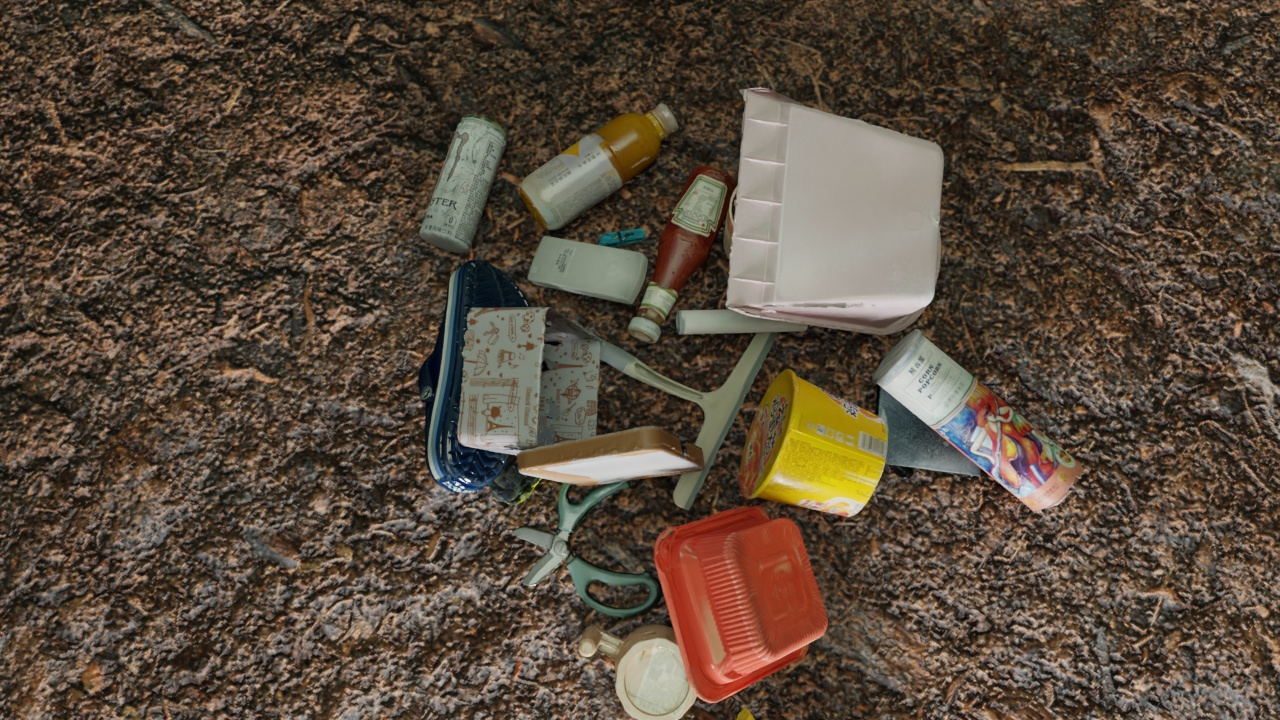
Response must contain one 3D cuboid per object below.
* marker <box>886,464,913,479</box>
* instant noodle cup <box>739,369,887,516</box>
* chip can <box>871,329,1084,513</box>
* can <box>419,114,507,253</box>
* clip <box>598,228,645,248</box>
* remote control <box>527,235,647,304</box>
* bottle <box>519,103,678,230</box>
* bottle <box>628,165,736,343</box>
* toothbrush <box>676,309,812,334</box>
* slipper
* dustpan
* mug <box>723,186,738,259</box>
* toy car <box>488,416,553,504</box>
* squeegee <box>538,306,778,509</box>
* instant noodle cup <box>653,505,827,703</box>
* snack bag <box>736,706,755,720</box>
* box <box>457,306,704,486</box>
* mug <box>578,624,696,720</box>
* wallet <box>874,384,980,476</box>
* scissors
[{"bbox_3d":[0.244,0.083,0.987,0.124,0.015,0.018,42,84,5],"label":"marker"},{"bbox_3d":[0.176,0.090,0.930,0.110,0.138,0.138,19,79,-7],"label":"instant noodle cup"},{"bbox_3d":[0.344,0.063,0.941,0.214,0.071,0.071,40,82,1],"label":"chip can"},{"bbox_3d":[-0.196,-0.195,1.022,0.058,0.058,0.146,16,80,3],"label":"can"},{"bbox_3d":[-0.021,-0.137,1.029,0.056,0.050,0.015,-13,76,-12],"label":"clip"},{"bbox_3d":[-0.058,-0.099,0.996,0.135,0.019,0.056,13,77,28],"label":"remote control"},{"bbox_3d":[-0.043,-0.219,1.020,0.189,0.068,0.068,-35,81,-6],"label":"bottle"},{"bbox_3d":[0.043,-0.114,0.994,0.060,0.060,0.205,24,74,5],"label":"bottle"},{"bbox_3d":[0.149,-0.044,0.990,0.221,0.027,0.026,-2,43,-5],"label":"toothbrush"},{"bbox_3d":[-0.179,0.020,0.967,0.095,0.105,0.252,-18,58,38],"label":"slipper"},{"bbox_3d":[0.206,-0.132,0.949,0.273,0.139,0.222,9,85,-5],"label":"dustpan"},{"bbox_3d":[0.142,-0.131,0.982,0.081,0.106,0.114,-38,81,-7],"label":"mug"},{"bbox_3d":[-0.118,0.105,0.976,0.048,0.032,0.105,36,82,8],"label":"toy car"},{"bbox_3d":[-0.006,0.006,0.992,0.246,0.039,0.245,26,66,8],"label":"squeegee"},{"bbox_3d":[0.106,0.223,0.880,0.079,0.188,0.164,-27,76,41],"label":"instant noodle cup"},{"bbox_3d":[0.122,0.472,0.869,0.158,0.068,0.246,-40,92,-5],"label":"snack bag"},{"bbox_3d":[-0.045,0.038,0.859,0.193,0.183,0.156,-2,80,15],"label":"box"},{"bbox_3d":[-0.003,0.298,0.902,0.124,0.103,0.084,25,80,5],"label":"mug"},{"bbox_3d":[0.308,0.069,0.981,0.121,0.019,0.097,8,79,-4],"label":"wallet"},{"bbox_3d":[-0.039,0.195,0.966,0.178,0.019,0.170,42,81,7],"label":"scissors"}]
